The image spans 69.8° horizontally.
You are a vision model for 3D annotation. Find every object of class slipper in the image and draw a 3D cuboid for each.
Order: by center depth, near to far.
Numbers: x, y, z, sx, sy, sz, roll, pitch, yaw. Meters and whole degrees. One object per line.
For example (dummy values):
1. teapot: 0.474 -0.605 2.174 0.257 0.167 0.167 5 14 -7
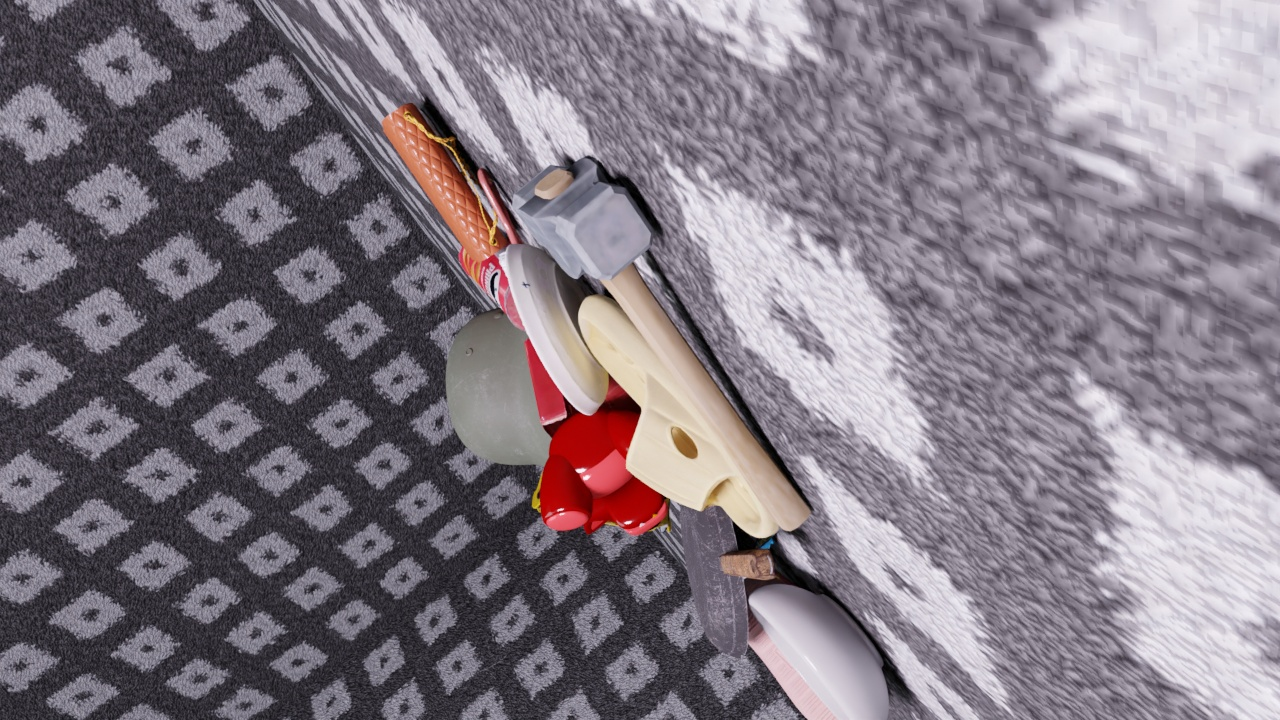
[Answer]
1. slipper: 0.014 0.054 0.781 0.261 0.079 0.111 51 160 17
2. slipper: 0.185 0.315 1.019 0.197 0.093 0.081 48 -164 12

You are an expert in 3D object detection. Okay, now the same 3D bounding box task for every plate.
1. plate: -0.071 -0.037 0.889 0.182 0.034 0.182 62 -169 -21

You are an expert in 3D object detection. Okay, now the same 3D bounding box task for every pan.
1. pan: 0.080 0.202 0.916 0.357 0.040 0.207 106 155 -78

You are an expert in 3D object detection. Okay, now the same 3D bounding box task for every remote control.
1. remote control: -0.234 -0.244 1.100 0.043 0.013 0.136 45 169 39

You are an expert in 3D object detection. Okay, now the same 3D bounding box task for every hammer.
1. hammer: 0.031 0.005 0.630 0.323 0.051 0.117 53 172 -28

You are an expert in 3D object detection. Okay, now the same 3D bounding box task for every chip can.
1. chip can: -0.157 -0.101 1.093 0.073 0.073 0.233 56 171 -29

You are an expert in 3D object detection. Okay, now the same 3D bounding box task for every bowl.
1. bowl: 0.184 0.282 0.897 0.176 0.066 0.177 50 172 10

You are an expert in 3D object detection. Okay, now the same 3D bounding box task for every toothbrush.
1. toothbrush: 0.152 0.243 1.081 0.135 0.016 0.021 44 164 45

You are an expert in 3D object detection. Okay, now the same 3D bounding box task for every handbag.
1. handbag: -0.205 -0.193 0.989 0.172 0.060 0.109 57 176 -15

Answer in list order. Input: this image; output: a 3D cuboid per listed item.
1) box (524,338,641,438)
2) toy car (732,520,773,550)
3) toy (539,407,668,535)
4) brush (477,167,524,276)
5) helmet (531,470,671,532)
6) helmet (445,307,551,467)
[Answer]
1. box: -0.047 0.034 1.048 0.157 0.122 0.136 59 -172 -57
2. toy car: 0.116 0.177 0.939 0.048 0.032 0.105 48 158 31
3. toy: -0.022 0.126 0.976 0.120 0.158 0.197 52 179 28
4. brush: -0.133 -0.114 0.943 0.172 0.030 0.041 64 -170 -10
5. helmet: -0.047 0.172 1.358 0.209 0.139 0.240 11 170 -7
6. helmet: -0.173 0.029 1.204 0.227 0.154 0.267 72 -166 -60
